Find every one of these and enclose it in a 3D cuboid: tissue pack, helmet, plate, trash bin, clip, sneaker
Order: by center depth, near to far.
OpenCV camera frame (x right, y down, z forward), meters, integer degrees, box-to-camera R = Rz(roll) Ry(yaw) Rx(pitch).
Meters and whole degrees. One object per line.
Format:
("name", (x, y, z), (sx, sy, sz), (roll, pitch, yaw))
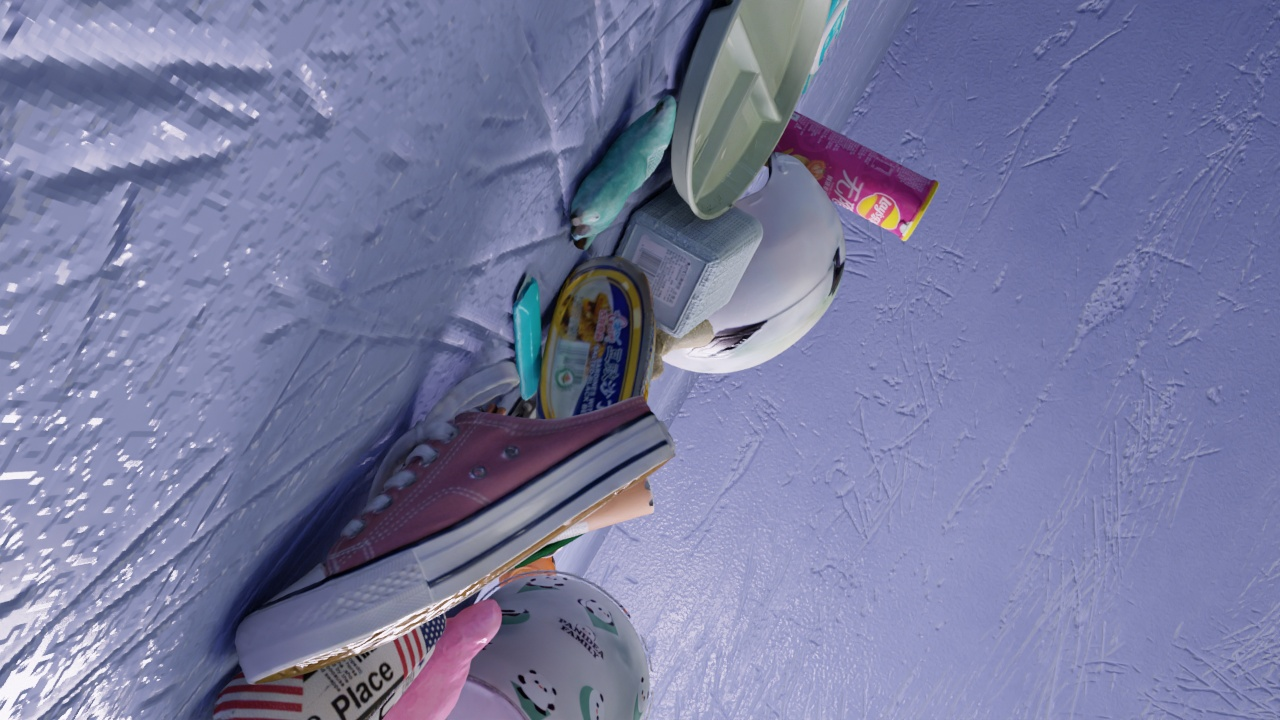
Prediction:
("sneaker", (-0.094, 0.069, 0.463), (0.240, 0.088, 0.119), (-28, 169, -29))
("plate", (0.083, -0.214, 0.672), (0.229, 0.027, 0.231), (-55, 162, -27))
("clip", (-0.087, 0.039, 0.684), (0.058, 0.038, 0.026), (-56, 171, -19))
("tissue pack", (0.152, -0.305, 0.829), (0.093, 0.050, 0.133), (-59, 173, 0))
("trash bin", (-0.128, 0.344, 0.880), (0.230, 0.229, 0.251), (-61, 167, 9))
("helmet", (0.118, -0.075, 0.970), (0.258, 0.146, 0.229), (-45, 172, -14))

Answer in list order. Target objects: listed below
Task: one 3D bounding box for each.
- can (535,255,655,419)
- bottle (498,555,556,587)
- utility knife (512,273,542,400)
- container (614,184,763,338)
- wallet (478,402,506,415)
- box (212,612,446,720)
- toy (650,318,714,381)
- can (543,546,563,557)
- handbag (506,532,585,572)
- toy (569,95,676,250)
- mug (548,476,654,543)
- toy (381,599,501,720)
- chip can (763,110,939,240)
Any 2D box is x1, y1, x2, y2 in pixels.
("can", (-0.029, 0.004, 0.625), (0.049, 0.074, 0.148), (87, 13, -74))
("bottle", (-0.130, 0.253, 1.112), (0.067, 0.067, 0.149), (-60, 180, 1))
("utility knife", (-0.072, -0.011, 0.592), (0.029, 0.013, 0.158), (-60, 171, -26))
("container", (0.033, -0.081, 0.747), (0.090, 0.090, 0.111), (-64, 170, 29))
("wallet", (-0.118, 0.085, 0.595), (0.107, 0.031, 0.132), (-56, 174, -18))
("box", (-0.156, 0.158, 0.482), (0.163, 0.075, 0.082), (-38, 145, -68))
("toy", (-0.005, 0.005, 0.774), (0.157, 0.105, 0.066), (-34, 123, -25))
("can", (-0.092, 0.176, 1.071), (0.053, 0.053, 0.134), (-63, 173, 24))
("handbag", (-0.082, 0.133, 0.825), (0.120, 0.068, 0.132), (-35, 168, -24))
("toy", (-0.016, -0.105, 0.546), (0.091, 0.030, 0.097), (-52, 178, -24))
("mug", (-0.059, 0.107, 0.732), (0.122, 0.078, 0.078), (-20, 162, -12))
("toy", (-0.180, 0.235, 0.589), (0.194, 0.074, 0.179), (-38, 175, -43))
("chip can", (0.215, -0.211, 1.008), (0.071, 0.210, 0.071), (-59, 172, -13))
